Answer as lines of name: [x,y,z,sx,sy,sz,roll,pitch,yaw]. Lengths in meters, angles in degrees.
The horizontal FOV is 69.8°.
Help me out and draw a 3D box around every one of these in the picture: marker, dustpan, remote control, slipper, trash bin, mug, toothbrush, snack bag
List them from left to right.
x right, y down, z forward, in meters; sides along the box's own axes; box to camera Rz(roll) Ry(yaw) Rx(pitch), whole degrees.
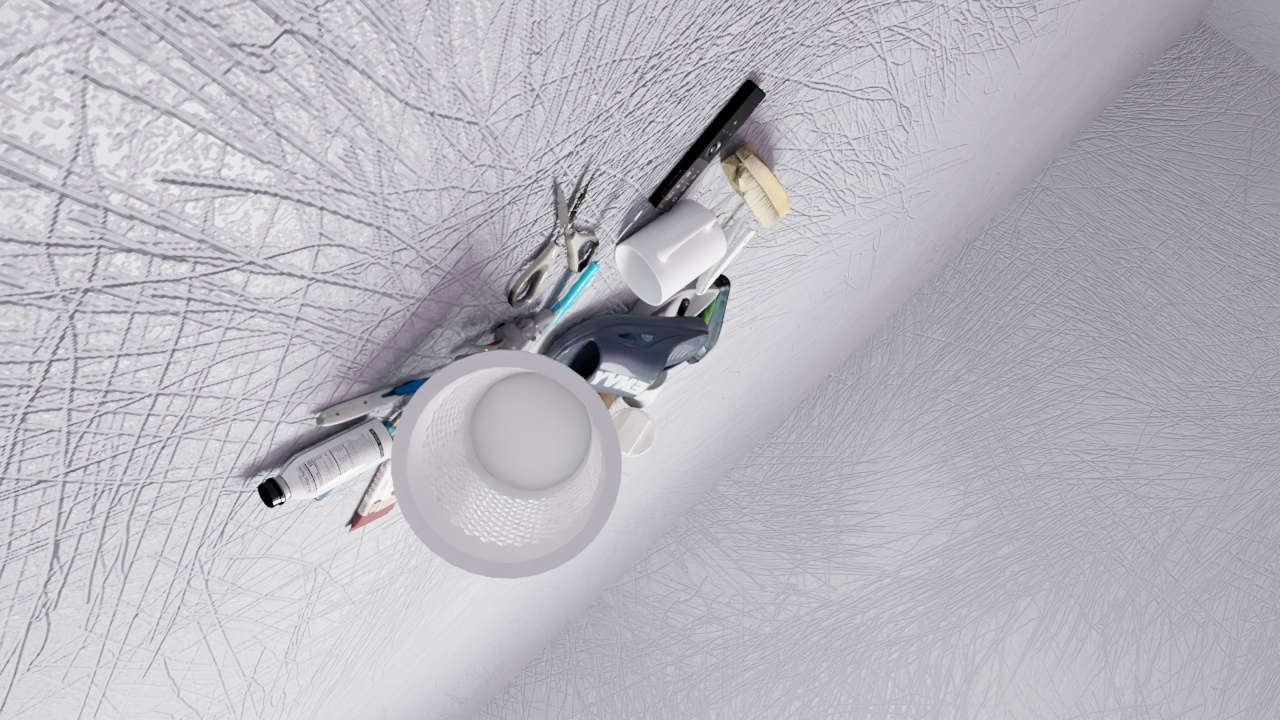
snack bag: [-0.259,0.125,0.959,0.056,0.013,0.158,-25,156,-53]
toothbrush: [-0.211,0.029,0.822,0.017,0.016,0.188,-43,168,36]
trash bin: [-0.114,0.082,0.873,0.195,0.195,0.199,-44,-177,3]
slipper: [-0.006,0.006,1.087,0.267,0.083,0.111,-8,150,-46]
marker: [0.045,-0.048,1.170,0.011,0.011,0.152,-38,170,-18]
mug: [0.036,-0.116,0.929,0.090,0.074,0.111,-38,179,-21]
dustpan: [0.049,-0.076,1.162,0.258,0.033,0.163,-50,163,21]
remote control: [0.065,-0.207,0.895,0.150,0.013,0.034,-49,164,17]

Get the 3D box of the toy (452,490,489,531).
toy: [-0.186,0.182,1.193,0.171,0.064,0.154,-54,161,23]

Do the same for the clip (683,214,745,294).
clip: [0.075,-0.131,1.067,0.102,0.052,0.058,-60,177,-4]

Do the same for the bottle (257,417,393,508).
bottle: [-0.270,0.090,0.787,0.115,0.041,0.041,-30,159,-41]

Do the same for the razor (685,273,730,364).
razor: [0.086,-0.058,1.287,0.067,0.054,0.152,-13,145,-30]

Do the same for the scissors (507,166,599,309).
scissors: [-0.072,-0.104,0.824,0.166,0.012,0.157,-46,167,11]

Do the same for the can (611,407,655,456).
can: [-0.012,0.102,1.297,0.067,0.067,0.121,-43,175,-3]

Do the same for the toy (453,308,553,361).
toy: [-0.126,-0.021,0.876,0.049,0.030,0.111,-36,179,43]

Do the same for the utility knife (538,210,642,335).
utility knife: [-0.051,-0.084,0.887,0.179,0.015,0.022,-47,178,37]

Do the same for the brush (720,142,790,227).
brush: [0.129,-0.191,1.015,0.043,0.059,0.195,-37,164,10]

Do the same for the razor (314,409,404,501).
razor: [-0.249,0.081,0.855,0.144,0.022,0.042,-38,171,0]

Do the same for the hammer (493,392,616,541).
hammer: [-0.116,0.131,1.290,0.217,0.037,0.301,-28,157,-44]

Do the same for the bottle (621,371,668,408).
bottle: [0.000,0.037,1.284,0.052,0.052,0.195,-40,174,-14]
